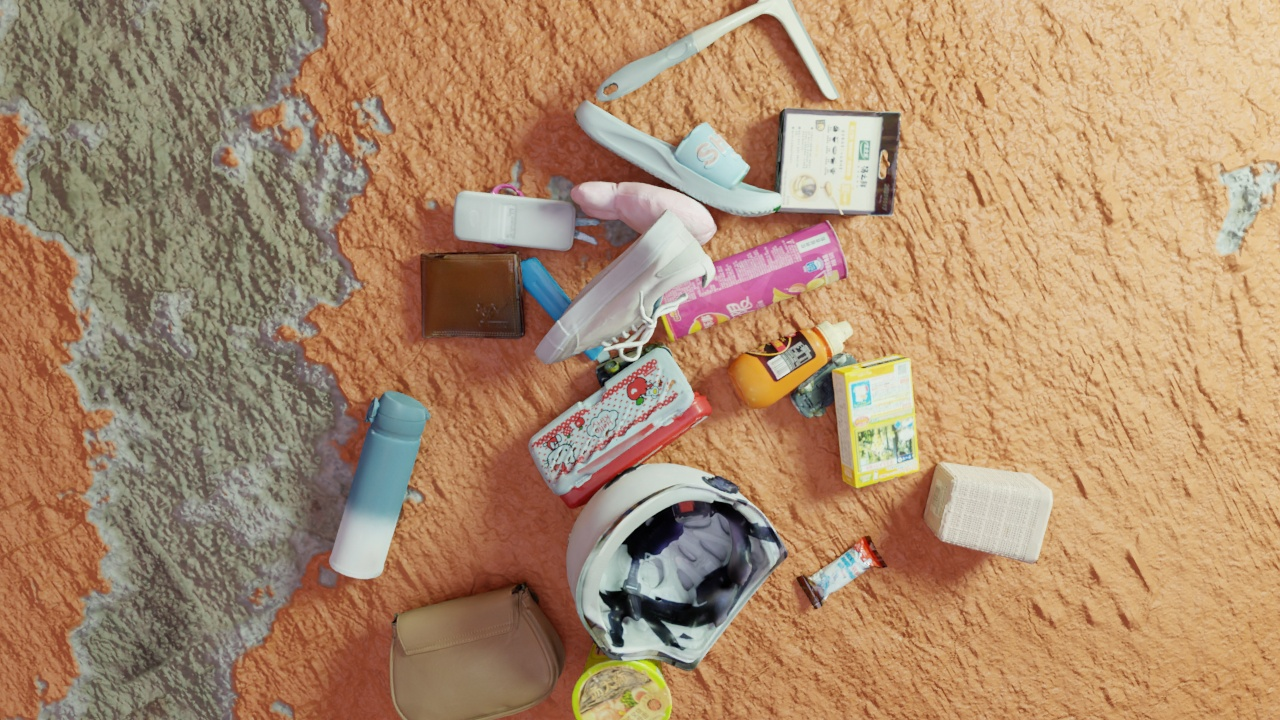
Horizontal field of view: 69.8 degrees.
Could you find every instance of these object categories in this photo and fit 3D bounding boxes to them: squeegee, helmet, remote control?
[{"bbox_3d":[0.061,-0.339,0.974,0.246,0.039,0.246,-30,98,-7],"label":"squeegee"},{"bbox_3d":[0.019,0.207,1.026,0.258,0.146,0.229,29,98,-35],"label":"helmet"},{"bbox_3d":[-0.141,-0.156,1.028,0.136,0.020,0.056,5,108,-1],"label":"remote control"}]

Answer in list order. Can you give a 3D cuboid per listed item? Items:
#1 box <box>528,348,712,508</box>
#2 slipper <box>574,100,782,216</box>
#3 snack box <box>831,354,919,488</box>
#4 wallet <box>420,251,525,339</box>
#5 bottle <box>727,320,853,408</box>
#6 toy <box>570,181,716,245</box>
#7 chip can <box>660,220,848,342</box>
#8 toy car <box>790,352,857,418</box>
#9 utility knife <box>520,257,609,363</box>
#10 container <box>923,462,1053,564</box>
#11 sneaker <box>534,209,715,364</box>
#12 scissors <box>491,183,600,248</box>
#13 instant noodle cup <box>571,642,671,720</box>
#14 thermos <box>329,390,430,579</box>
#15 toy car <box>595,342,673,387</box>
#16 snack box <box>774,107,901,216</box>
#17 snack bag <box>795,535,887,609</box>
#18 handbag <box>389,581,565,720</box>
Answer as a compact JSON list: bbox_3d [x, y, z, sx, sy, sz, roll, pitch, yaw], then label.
[{"bbox_3d":[-0.026,0.075,1.053,0.202,0.095,0.101,-36,81,10],"label":"box"},{"bbox_3d":[0.045,-0.227,0.990,0.245,0.104,0.074,28,104,4],"label":"slipper"},{"bbox_3d":[0.271,0.069,1.056,0.086,0.034,0.140,-13,102,-16],"label":"snack box"},{"bbox_3d":[-0.193,-0.073,1.049,0.125,0.032,0.101,1,104,11],"label":"wallet"},{"bbox_3d":[0.176,-0.003,1.049,0.149,0.067,0.067,-29,98,-2],"label":"bottle"},{"bbox_3d":[0.005,-0.162,0.995,0.159,0.121,0.054,15,87,9],"label":"toy"},{"bbox_3d":[0.121,-0.088,1.028,0.210,0.071,0.071,-20,99,4],"label":"chip can"},{"bbox_3d":[0.214,0.028,1.064,0.090,0.034,0.043,-39,106,-7],"label":"toy car"},{"bbox_3d":[-0.088,-0.055,1.064,0.034,0.018,0.159,-37,99,19],"label":"utility knife"},{"bbox_3d":[0.397,0.172,1.060,0.111,0.089,0.090,11,100,1],"label":"container"},{"bbox_3d":[-0.017,-0.055,0.979,0.091,0.089,0.243,44,128,-9],"label":"sneaker"},{"bbox_3d":[-0.113,-0.148,1.051,0.137,0.017,0.083,20,99,-6],"label":"scissors"},{"bbox_3d":[-0.019,0.366,1.079,0.112,0.123,0.112,1,106,2],"label":"instant noodle cup"},{"bbox_3d":[-0.308,0.145,1.078,0.070,0.070,0.220,18,100,-2],"label":"thermos"},{"bbox_3d":[-0.006,0.006,1.060,0.090,0.035,0.042,-21,126,5],"label":"toy car"},{"bbox_3d":[0.214,-0.217,1.013,0.125,0.053,0.113,3,100,0],"label":"snack box"},{"bbox_3d":[0.243,0.255,1.108,0.104,0.026,0.048,-32,86,6],"label":"snack bag"},{"bbox_3d":[-0.197,0.352,1.099,0.204,0.099,0.148,-13,92,3],"label":"handbag"}]
